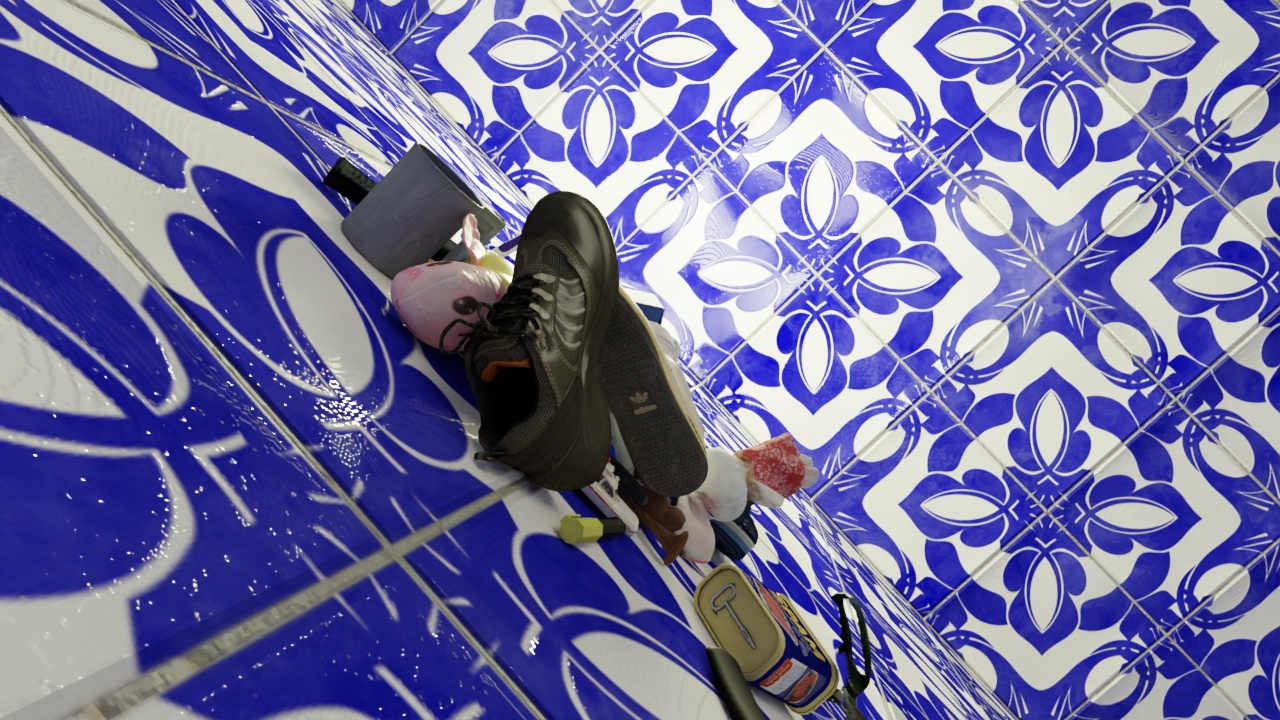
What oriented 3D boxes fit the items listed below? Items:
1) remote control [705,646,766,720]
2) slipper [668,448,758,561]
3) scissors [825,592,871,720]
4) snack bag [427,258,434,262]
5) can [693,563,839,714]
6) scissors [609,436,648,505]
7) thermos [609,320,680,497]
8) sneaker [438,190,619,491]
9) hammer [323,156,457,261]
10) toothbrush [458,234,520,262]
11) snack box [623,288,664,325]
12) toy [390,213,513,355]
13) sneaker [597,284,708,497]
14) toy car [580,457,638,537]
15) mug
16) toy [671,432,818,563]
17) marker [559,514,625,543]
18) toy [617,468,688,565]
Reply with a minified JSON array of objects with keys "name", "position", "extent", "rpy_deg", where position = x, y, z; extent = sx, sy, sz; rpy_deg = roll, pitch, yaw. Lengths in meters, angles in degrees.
[{"name":"remote control","position":[0.083,0.260,0.653],"extent":[0.041,0.020,0.152],"rpy_deg":[45,4,-28]},{"name":"slipper","position":[0.094,0.154,1.126],"extent":[0.105,0.095,0.252],"rpy_deg":[48,3,-10]},{"name":"scissors","position":[0.167,0.267,0.829],"extent":[0.202,0.015,0.202],"rpy_deg":[-143,-141,-62]},{"name":"snack bag","position":[-0.234,-0.126,1.035],"extent":[0.026,0.020,0.099],"rpy_deg":[32,15,-50]},{"name":"can","position":[0.107,0.239,0.797],"extent":[0.092,0.056,0.116],"rpy_deg":[40,8,-39]},{"name":"scissors","position":[-0.038,0.085,0.857],"extent":[0.124,0.019,0.156],"rpy_deg":[53,-14,1]},{"name":"thermos","position":[0.004,0.045,0.995],"extent":[0.099,0.099,0.220],"rpy_deg":[42,26,-38]},{"name":"sneaker","position":[-0.096,-0.024,0.689],"extent":[0.142,0.101,0.237],"rpy_deg":[16,68,-50]},{"name":"hammer","position":[-0.182,-0.099,0.951],"extent":[0.318,0.131,0.032],"rpy_deg":[36,54,-21]},{"name":"toothbrush","position":[-0.162,-0.090,0.872],"extent":[0.016,0.015,0.186],"rpy_deg":[48,39,4]},{"name":"snack box","position":[-0.078,-0.065,1.095],"extent":[0.206,0.057,0.056],"rpy_deg":[11,21,-17]},{"name":"toy","position":[-0.132,-0.037,0.824],"extent":[0.190,0.088,0.238],"rpy_deg":[70,16,8]},{"name":"sneaker","position":[-0.005,0.005,0.845],"extent":[0.241,0.089,0.102],"rpy_deg":[60,21,-14]},{"name":"toy car","position":[-0.038,0.100,0.791],"extent":[0.113,0.039,0.039],"rpy_deg":[46,5,-2]},{"name":"mug","position":[-0.200,-0.126,0.859],"extent":[0.084,0.104,0.124],"rpy_deg":[51,7,39]},{"name":"toy","position":[0.099,0.132,0.986],"extent":[0.159,0.194,0.084],"rpy_deg":[-129,-150,-51]},{"name":"marker","position":[-0.035,0.130,0.712],"extent":[0.021,0.017,0.124],"rpy_deg":[49,5,16]},{"name":"toy","position":[0.011,0.141,0.862],"extent":[0.102,0.042,0.054],"rpy_deg":[40,25,29]}]
